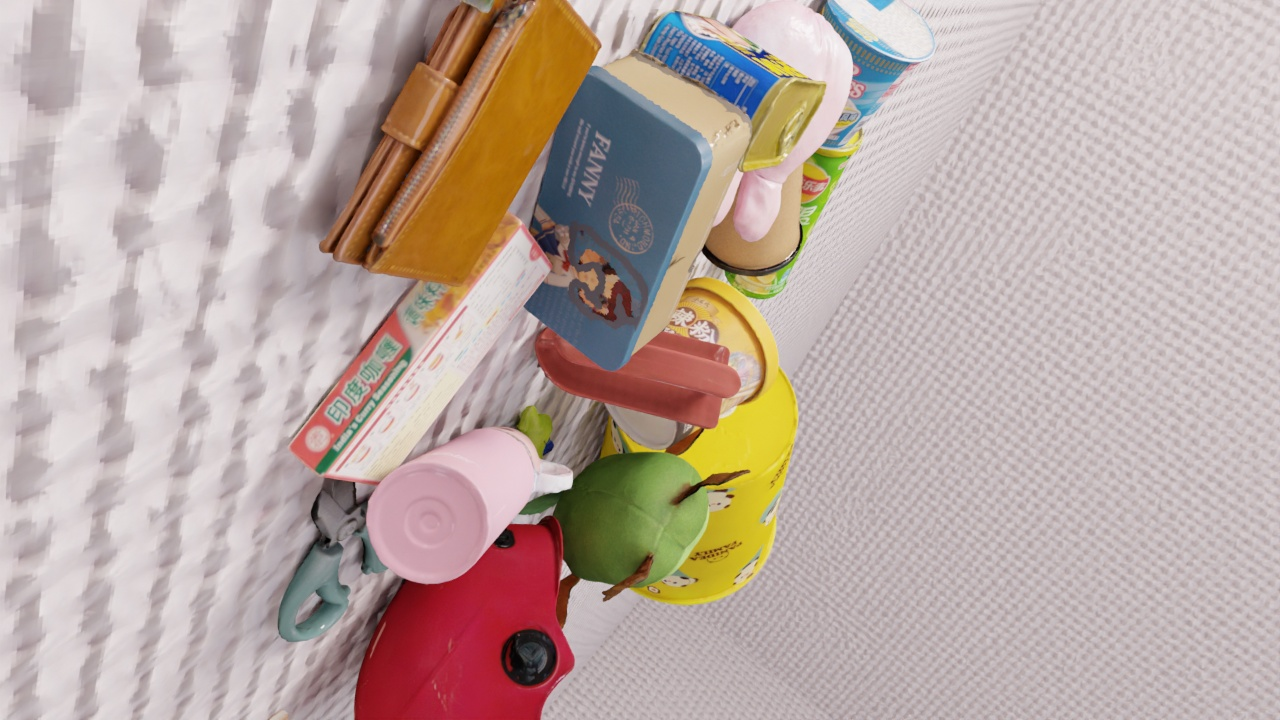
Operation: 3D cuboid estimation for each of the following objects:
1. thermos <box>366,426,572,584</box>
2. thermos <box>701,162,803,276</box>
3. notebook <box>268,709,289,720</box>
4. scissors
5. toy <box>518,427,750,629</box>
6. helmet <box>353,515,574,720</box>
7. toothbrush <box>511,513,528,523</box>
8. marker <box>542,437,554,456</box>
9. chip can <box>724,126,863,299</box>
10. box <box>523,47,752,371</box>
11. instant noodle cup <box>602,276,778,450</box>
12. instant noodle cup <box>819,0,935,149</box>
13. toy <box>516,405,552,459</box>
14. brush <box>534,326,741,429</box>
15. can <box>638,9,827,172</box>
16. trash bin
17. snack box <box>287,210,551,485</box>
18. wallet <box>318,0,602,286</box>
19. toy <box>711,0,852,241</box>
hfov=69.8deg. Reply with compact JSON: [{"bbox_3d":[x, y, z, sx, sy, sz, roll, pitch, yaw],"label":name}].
[{"bbox_3d":[-0.095,0.081,0.568,0.198,0.087,0.067,-17,116,-86],"label":"thermos"},{"bbox_3d":[0.095,-0.138,0.753,0.092,0.093,0.143,-48,159,-27],"label":"thermos"},{"bbox_3d":[-0.335,0.356,0.659,0.208,0.008,0.147,-60,167,28],"label":"notebook"},{"bbox_3d":[-0.171,0.102,0.563,0.143,0.019,0.180,-42,162,-42],"label":"scissors"},{"bbox_3d":[-0.011,0.133,0.771,0.226,0.090,0.247,-49,-163,-18],"label":"toy"},{"bbox_3d":[-0.142,0.235,0.708,0.207,0.143,0.239,157,-60,-65],"label":"helmet"},{"bbox_3d":[-0.124,0.142,0.860,0.016,0.016,0.180,-50,170,-9],"label":"toothbrush"},{"bbox_3d":[-0.118,0.100,0.755,0.145,0.017,0.017,-38,160,-51],"label":"marker"},{"bbox_3d":[0.148,-0.154,0.930,0.072,0.072,0.222,-45,164,-37],"label":"chip can"},{"bbox_3d":[-0.007,-0.083,0.507,0.060,0.090,0.185,-42,161,-40],"label":"box"},{"bbox_3d":[0.034,0.007,0.765,0.114,0.118,0.119,-34,159,-32],"label":"instant noodle cup"},{"bbox_3d":[0.169,-0.236,0.754,0.099,0.099,0.110,-43,170,-41],"label":"instant noodle cup"},{"bbox_3d":[-0.104,0.082,0.717,0.100,0.031,0.097,-29,138,-64],"label":"toy"},{"bbox_3d":[-0.004,0.004,0.650,0.069,0.145,0.063,166,-64,-67],"label":"brush"},{"bbox_3d":[0.051,-0.156,0.529,0.057,0.083,0.101,-60,167,25],"label":"can"},{"bbox_3d":[0.056,0.113,0.998,0.229,0.230,0.256,-47,160,-28],"label":"trash bin"},{"bbox_3d":[-0.109,-0.005,0.477,0.155,0.027,0.077,-53,168,-5],"label":"snack box"},{"bbox_3d":[-0.069,-0.091,0.373,0.131,0.035,0.119,-57,168,8],"label":"wallet"},{"bbox_3d":[0.084,-0.162,0.632,0.121,0.054,0.160,11,110,-40],"label":"toy"}]
